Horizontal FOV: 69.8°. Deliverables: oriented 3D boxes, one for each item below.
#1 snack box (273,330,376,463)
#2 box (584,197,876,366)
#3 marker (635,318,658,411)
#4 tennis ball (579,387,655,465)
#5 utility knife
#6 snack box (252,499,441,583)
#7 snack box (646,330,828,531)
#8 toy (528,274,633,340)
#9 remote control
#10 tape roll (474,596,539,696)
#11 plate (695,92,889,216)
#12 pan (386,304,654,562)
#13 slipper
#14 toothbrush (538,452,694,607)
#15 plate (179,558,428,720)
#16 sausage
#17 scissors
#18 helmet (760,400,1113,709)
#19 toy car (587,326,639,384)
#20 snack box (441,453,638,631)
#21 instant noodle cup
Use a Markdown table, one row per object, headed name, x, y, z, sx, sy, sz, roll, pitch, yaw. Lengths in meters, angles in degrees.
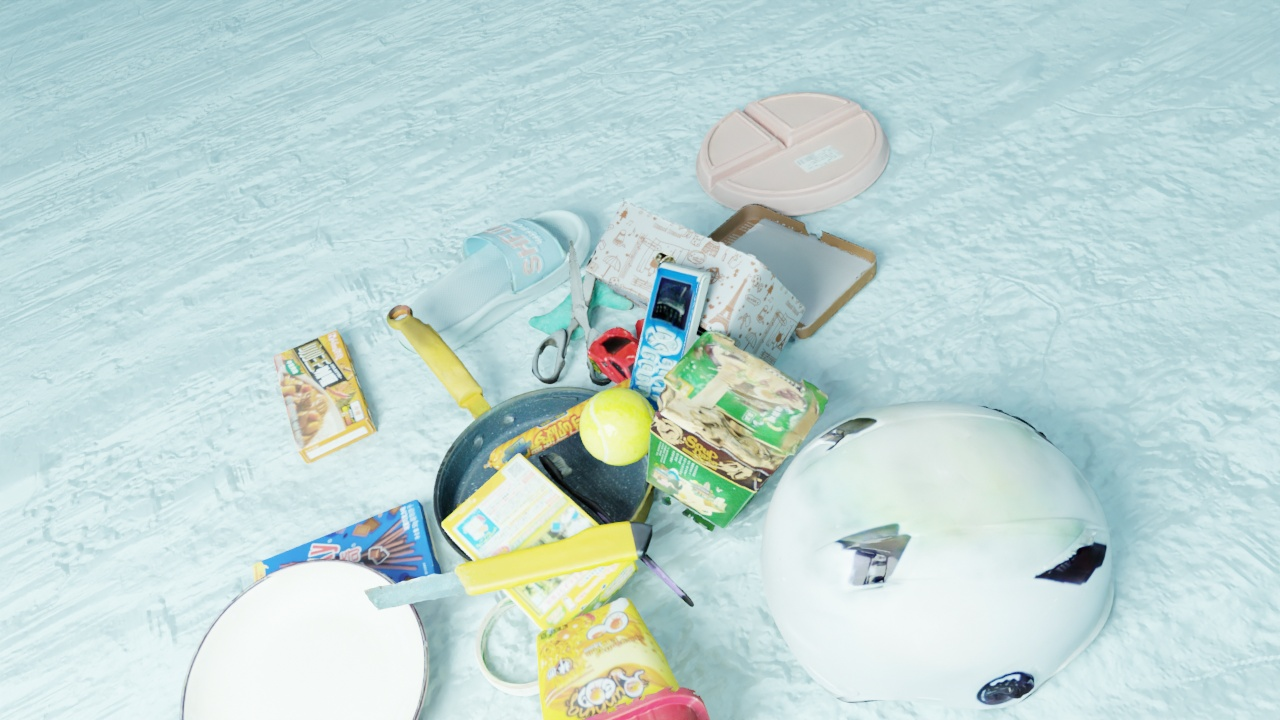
| name | x | y | z | sx | sy | sz | roll | pitch | yaw |
| --- | --- | --- | --- | --- | --- | --- | --- | --- | --- |
| snack box | -0.331 | 0.035 | 0.956 | 0.075 | 0.026 | 0.153 | -26 | 47 | -10 |
| box | 0.092 | -0.080 | 0.910 | 0.179 | 0.136 | 0.268 | 30 | 31 | 35 |
| marker | 0.007 | 0.015 | 0.895 | 0.017 | 0.017 | 0.145 | -9 | 47 | 6 |
| tennis ball | -0.018 | 0.055 | 0.767 | 0.065 | 0.065 | 0.065 | -7 | 47 | 8 |
| utility knife | -0.098 | 0.156 | 0.692 | 0.223 | 0.015 | 0.033 | -12 | 56 | -1 |
| snack box | -0.255 | 0.187 | 0.796 | 0.157 | 0.026 | 0.084 | -22 | 47 | -6 |
| snack box | 0.067 | 0.063 | 0.753 | 0.118 | 0.106 | 0.117 | 32 | 44 | 13 |
| toy | -0.058 | -0.057 | 0.969 | 0.096 | 0.030 | 0.091 | 18 | 58 | 24 |
| remote control | 0.025 | -0.020 | 0.786 | 0.049 | 0.125 | 0.024 | 20 | 11 | 37 |
| tape roll | -0.089 | 0.223 | 0.729 | 0.086 | 0.014 | 0.085 | -7 | 47 | 8 |
| plate | 0.178 | -0.253 | 1.091 | 0.229 | 0.028 | 0.229 | -7 | 47 | 7 |
| pan | -0.135 | 0.058 | 0.849 | 0.197 | 0.078 | 0.357 | -36 | 50 | -19 |
| slipper | -0.166 | -0.098 | 1.004 | 0.245 | 0.074 | 0.104 | -39 | 50 | -19 |
| toothbrush | -0.021 | 0.132 | 0.739 | 0.016 | 0.014 | 0.189 | -31 | 54 | -30 |
| plate | -0.254 | 0.251 | 0.710 | 0.192 | 0.039 | 0.192 | -3 | 59 | 5 |
| sausage | -0.063 | 0.055 | 0.799 | 0.165 | 0.021 | 0.021 | -28 | 47 | -20 |
| scissors | -0.066 | -0.047 | 0.937 | 0.164 | 0.014 | 0.164 | -37 | 68 | -14 |
| helmet | 0.212 | 0.116 | 0.659 | 0.259 | 0.146 | 0.228 | -8 | 47 | 7 |
| toy car | -0.005 | 0.005 | 0.874 | 0.049 | 0.031 | 0.106 | -38 | 52 | -17 |
| snack box | -0.081 | 0.147 | 0.726 | 0.140 | 0.034 | 0.086 | 36 | 69 | 31 |
| instant noodle cup | -0.017 | 0.243 | 0.633 | 0.116 | 0.116 | 0.123 | -21 | 35 | -5 |
